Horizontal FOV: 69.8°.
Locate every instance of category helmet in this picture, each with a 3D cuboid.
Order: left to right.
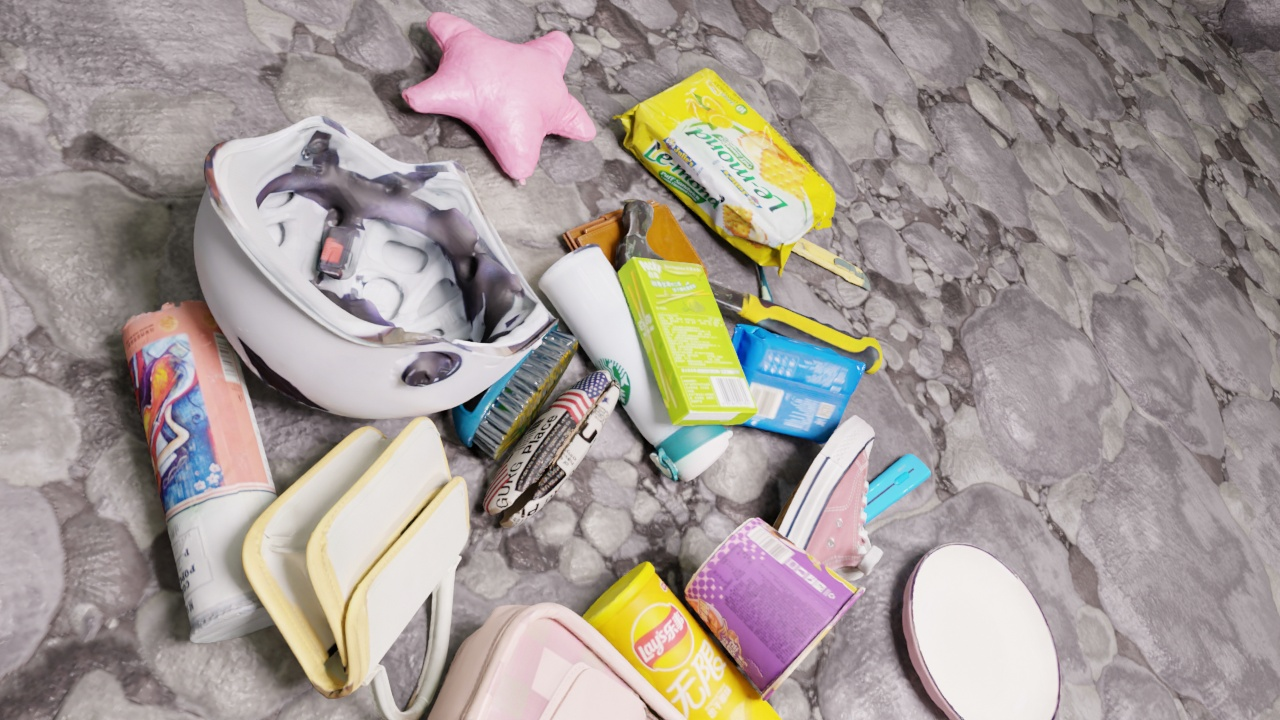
[{"bbox_3d":[-0.204,-0.047,0.661,0.258,0.146,0.229,-6,54,-53],"label":"helmet"}]

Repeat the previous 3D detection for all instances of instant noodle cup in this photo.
[{"bbox_3d":[0.095,0.181,0.692,0.099,0.112,0.111,40,46,20],"label":"instant noodle cup"}]

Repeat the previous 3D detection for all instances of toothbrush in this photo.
[{"bbox_3d":[0.135,-0.060,0.986,0.018,0.016,0.191,2,61,-21],"label":"toothbrush"}]

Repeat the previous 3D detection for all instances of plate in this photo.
[{"bbox_3d":[0.322,0.273,0.885,0.192,0.039,0.192,16,55,-24],"label":"plate"}]

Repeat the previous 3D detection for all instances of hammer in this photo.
[{"bbox_3d":[0.117,-0.048,0.927,0.323,0.032,0.126,20,59,-25],"label":"hammer"}]

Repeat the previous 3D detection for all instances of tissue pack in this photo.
[{"bbox_3d":[0.140,0.023,0.888,0.157,0.095,0.052,14,15,-25],"label":"tissue pack"}]

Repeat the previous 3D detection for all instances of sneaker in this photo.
[{"bbox_3d":[0.168,0.153,0.816,0.088,0.118,0.240,30,54,9],"label":"sneaker"}]

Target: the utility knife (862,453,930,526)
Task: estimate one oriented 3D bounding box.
[{"bbox_3d":[0.242,0.138,0.931,0.165,0.018,0.034,-26,79,-39],"label":"utility knife"}]

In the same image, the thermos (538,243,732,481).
[{"bbox_3d":[-0.005,0.005,0.823,0.073,0.073,0.224,-28,80,-41],"label":"thermos"}]

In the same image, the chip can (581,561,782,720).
[{"bbox_3d":[0.048,0.256,0.696,0.213,0.072,0.071,49,48,2],"label":"chip can"}]

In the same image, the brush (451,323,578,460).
[{"bbox_3d":[-0.110,0.014,0.757,0.073,0.055,0.143,32,49,3],"label":"brush"}]

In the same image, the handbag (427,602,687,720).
[{"bbox_3d":[-0.036,0.292,0.610,0.234,0.094,0.192,32,51,-14],"label":"handbag"}]

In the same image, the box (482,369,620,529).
[{"bbox_3d":[-0.064,0.073,0.745,0.163,0.074,0.064,-54,125,-38],"label":"box"}]

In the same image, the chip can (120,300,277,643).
[{"bbox_3d":[-0.280,0.068,0.601,0.071,0.071,0.214,-9,67,-36],"label":"chip can"}]

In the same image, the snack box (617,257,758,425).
[{"bbox_3d":[0.042,-0.018,0.806,0.085,0.026,0.156,1,60,-41],"label":"snack box"}]

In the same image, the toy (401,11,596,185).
[{"bbox_3d":[-0.137,-0.255,0.896,0.194,0.075,0.178,-3,74,-30],"label":"toy"}]

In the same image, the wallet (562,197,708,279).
[{"bbox_3d":[-0.004,-0.109,0.913,0.130,0.035,0.119,-28,81,-41],"label":"wallet"}]

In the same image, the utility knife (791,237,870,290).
[{"bbox_3d":[0.210,-0.121,1.076,0.151,0.018,0.030,20,47,-16],"label":"utility knife"}]

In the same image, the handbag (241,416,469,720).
[{"bbox_3d":[-0.161,0.144,0.607,0.163,0.063,0.179,-58,133,-60],"label":"handbag"}]

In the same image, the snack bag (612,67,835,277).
[{"bbox_3d":[0.100,-0.211,1.016,0.246,0.068,0.157,44,46,3],"label":"snack bag"}]
